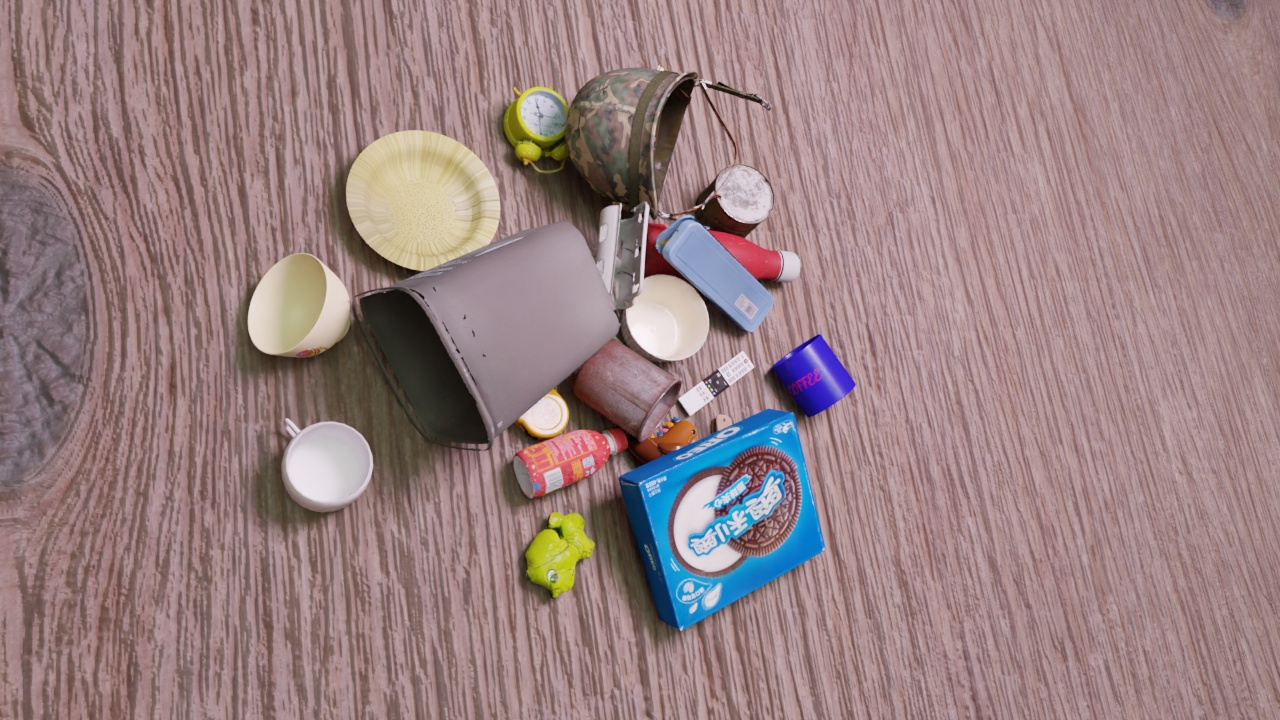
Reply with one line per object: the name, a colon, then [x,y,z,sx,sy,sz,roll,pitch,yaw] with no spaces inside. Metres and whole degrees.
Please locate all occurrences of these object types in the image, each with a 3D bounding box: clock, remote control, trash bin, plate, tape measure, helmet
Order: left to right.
plate: [-0.269,-0.192,1.135,0.184,0.036,0.184,6,73,-20]
trash bin: [-0.164,-0.040,1.042,0.219,0.198,0.197,-35,110,-32]
clock: [-0.132,-0.302,1.211,0.083,0.057,0.119,-11,87,-26]
tape measure: [-0.118,0.067,1.125,0.068,0.030,0.059,-40,92,-24]
helmet: [0.026,-0.278,1.181,0.236,0.224,0.192,15,86,19]
remote control: [0.101,0.031,1.232,0.124,0.012,0.028,-35,90,-26]

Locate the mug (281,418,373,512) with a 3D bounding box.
mug: [-0.349,0.109,1.001,0.115,0.068,0.094,48,64,-3]

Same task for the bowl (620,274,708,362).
bowl: [0.024,-0.048,1.196,0.115,0.063,0.115,6,73,-20]

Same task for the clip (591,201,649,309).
clip: [-0.043,-0.123,1.147,0.089,0.151,0.125,18,69,-29]

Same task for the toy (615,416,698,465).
toy: [0.024,0.099,1.172,0.103,0.071,0.090,35,50,15]

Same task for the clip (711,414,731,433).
clip: [0.108,0.100,1.205,0.026,0.049,0.061,15,98,-17]

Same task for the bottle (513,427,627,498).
bottle: [-0.081,0.116,1.109,0.137,0.062,0.062,-18,82,-26]

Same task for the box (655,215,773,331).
box: [0.098,-0.115,1.203,0.067,0.052,0.209,-52,132,0]

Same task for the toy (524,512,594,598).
toy: [-0.096,0.228,1.087,0.093,0.036,0.094,-16,76,-28]

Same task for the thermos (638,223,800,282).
thermos: [0.109,-0.138,1.249,0.239,0.073,0.073,4,74,-21]

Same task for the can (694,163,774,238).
can: [0.130,-0.217,1.280,0.089,0.075,0.089,6,72,-19]

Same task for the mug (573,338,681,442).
mug: [-0.009,0.029,1.139,0.110,0.096,0.122,37,33,11]

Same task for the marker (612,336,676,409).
marker: [-0.007,0.007,1.194,0.146,0.017,0.017,47,64,-4]

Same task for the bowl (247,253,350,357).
bowl: [-0.369,-0.052,1.030,0.074,0.118,0.117,33,57,-57]

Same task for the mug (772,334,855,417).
mug: [0.244,0.015,1.264,0.083,0.079,0.111,55,36,0]

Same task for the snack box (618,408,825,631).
snack box: [0.105,0.191,1.131,0.238,0.056,0.195,-22,104,-26]
